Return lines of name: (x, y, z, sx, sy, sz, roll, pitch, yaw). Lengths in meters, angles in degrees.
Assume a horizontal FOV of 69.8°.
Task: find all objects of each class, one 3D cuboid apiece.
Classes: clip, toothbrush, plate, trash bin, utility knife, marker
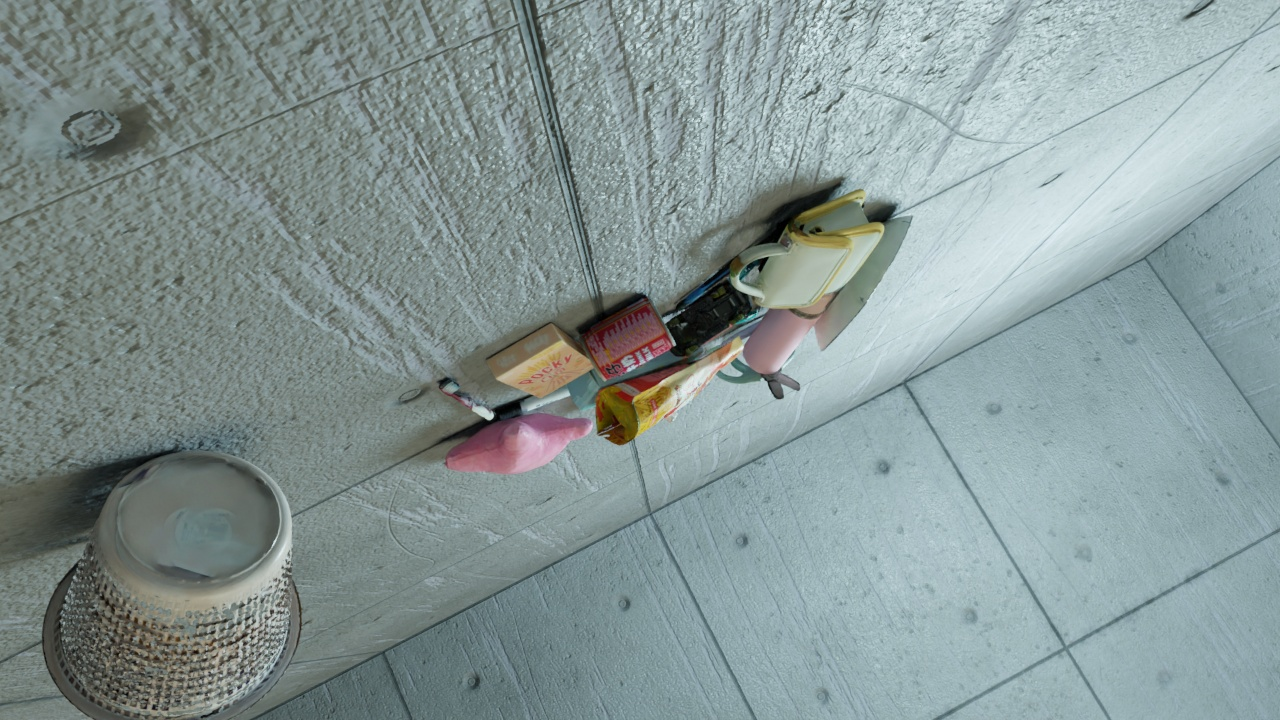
clip: (0.122, -0.108, 1.109, 0.048, 0.014, 0.057, -24, 164, -24)
toothbrush: (0.111, -0.112, 1.079, 0.190, 0.014, 0.016, -37, 180, 30)
plate: (0.301, -0.110, 1.282, 0.161, 0.034, 0.266, -58, 175, -17)
trash bin: (-0.413, 0.195, 0.839, 0.226, 0.227, 0.193, -15, 148, -42)
toothbrush: (-0.196, 0.046, 1.062, 0.017, 0.016, 0.187, -37, 165, -2)
utility knife: (0.139, -0.059, 1.220, 0.029, 0.013, 0.209, -27, -179, -4)
toothbrush: (0.149, -0.039, 1.389, 0.189, 0.021, 0.029, -27, -156, -9)
marker: (-0.128, 0.050, 1.194, 0.130, 0.018, 0.023, -20, 172, -26)
toothbrush: (0.076, 0.040, 1.387, 0.016, 0.016, 0.179, -35, -170, 40)

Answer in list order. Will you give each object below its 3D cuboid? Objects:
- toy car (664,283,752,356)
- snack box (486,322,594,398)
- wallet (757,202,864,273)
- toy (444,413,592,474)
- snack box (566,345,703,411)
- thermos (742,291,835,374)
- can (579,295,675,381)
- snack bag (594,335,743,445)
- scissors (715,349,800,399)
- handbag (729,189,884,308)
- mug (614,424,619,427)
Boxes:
toy car: (0.083, -0.051, 1.155, 0.120, 0.053, 0.045, -32, -178, 2)
snack box: (-0.109, 0.003, 1.049, 0.084, 0.026, 0.157, -29, 166, 6)
wallet: (0.206, -0.148, 1.120, 0.120, 0.019, 0.097, -22, 163, -16)
toy: (-0.178, 0.117, 1.229, 0.179, 0.074, 0.194, -26, 166, 39)
snack box: (-0.007, 0.007, 1.194, 0.174, 0.051, 0.074, -19, 163, -32)
thermos: (0.217, -0.065, 1.317, 0.087, 0.067, 0.199, -52, 174, -38)
can: (-0.015, -0.024, 1.045, 0.094, 0.066, 0.066, -29, 166, 2)
snack bag: (0.037, 0.037, 1.176, 0.207, 0.073, 0.129, -24, 163, -42)
scissors: (0.175, 0.014, 1.414, 0.169, 0.177, 0.019, -13, 128, 6)
handbag: (0.178, -0.110, 1.057, 0.178, 0.063, 0.164, -20, 160, -19)
mug: (-0.002, 0.058, 1.348, 0.078, 0.078, 0.123, -19, 168, -30)
